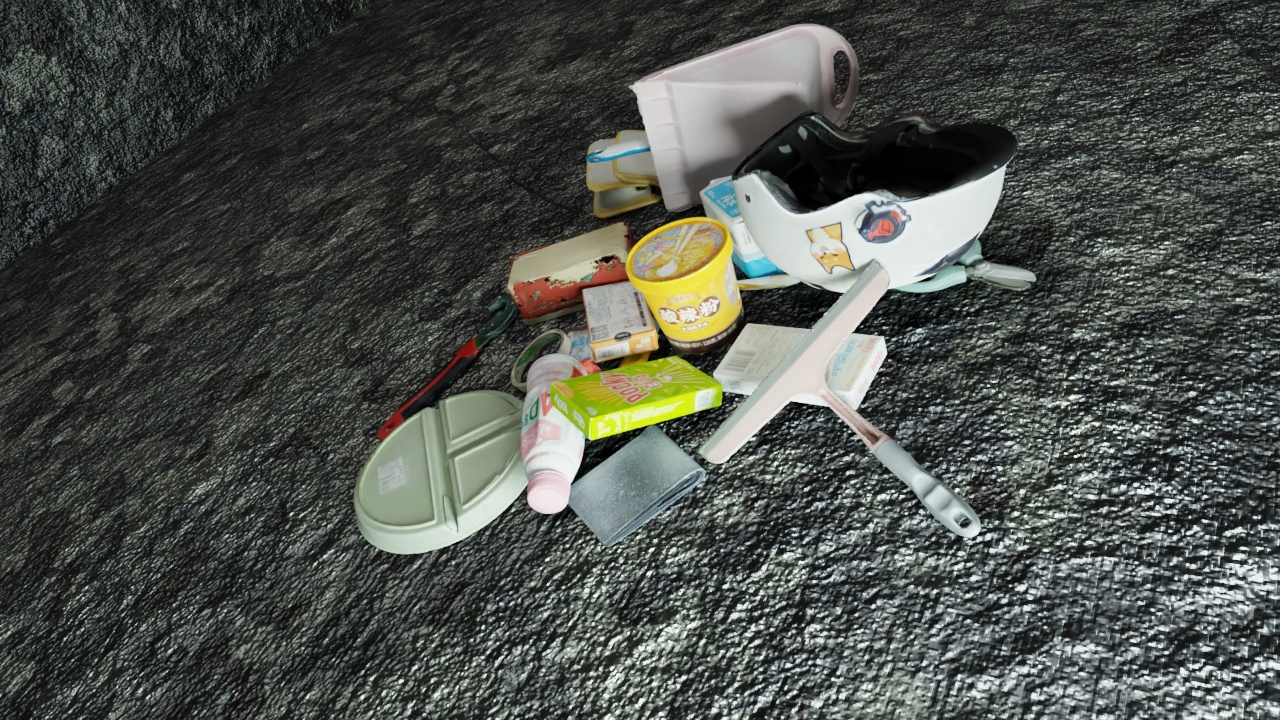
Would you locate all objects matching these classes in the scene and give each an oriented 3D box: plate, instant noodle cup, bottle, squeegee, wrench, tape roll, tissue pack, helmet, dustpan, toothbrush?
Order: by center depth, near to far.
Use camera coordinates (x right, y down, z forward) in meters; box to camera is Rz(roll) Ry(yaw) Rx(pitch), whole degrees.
[{"bbox_3d":[0.206,0.071,0.801,0.248,0.040,0.249,-47,46,6],"label":"squeegee"},{"bbox_3d":[0.233,-0.152,0.943,0.274,0.157,0.229,6,35,22],"label":"helmet"},{"bbox_3d":[-0.090,0.074,0.947,0.068,0.068,0.196,-16,36,11],"label":"bottle"},{"bbox_3d":[-0.214,0.113,1.008,0.230,0.027,0.229,-16,36,12],"label":"plate"},{"bbox_3d":[0.056,-0.079,1.017,0.118,0.114,0.118,-15,37,12],"label":"instant noodle cup"},{"bbox_3d":[-0.117,0.000,1.082,0.086,0.014,0.085,-32,33,23],"label":"tape roll"},{"bbox_3d":[0.096,-0.083,1.086,0.192,0.016,0.018,-4,51,26],"label":"toothbrush"},{"bbox_3d":[0.129,-0.160,1.099,0.063,0.090,0.140,-28,35,-4],"label":"tissue pack"},{"bbox_3d":[-0.238,0.005,1.166,0.056,0.016,0.272,5,45,38],"label":"wrench"},{"bbox_3d":[0.145,-0.323,1.198,0.274,0.223,0.138,1,54,13],"label":"dustpan"}]

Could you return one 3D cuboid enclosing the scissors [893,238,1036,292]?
[{"bbox_3d":[0.347,-0.113,0.977,0.186,0.019,0.131,5,45,32],"label":"scissors"}]

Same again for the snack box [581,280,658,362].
[{"bbox_3d":[-0.026,-0.050,1.077,0.075,0.026,0.153,-12,29,-1],"label":"snack box"}]

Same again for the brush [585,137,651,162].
[{"bbox_3d":[0.087,-0.299,1.282,0.314,0.109,0.060,-22,39,4],"label":"brush"}]

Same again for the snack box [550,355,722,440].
[{"bbox_3d":[-0.004,0.035,0.931,0.156,0.026,0.086,-12,28,-29],"label":"snack box"}]

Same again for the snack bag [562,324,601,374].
[{"bbox_3d":[-0.069,-0.009,1.077,0.048,0.026,0.104,-12,35,2],"label":"snack bag"}]

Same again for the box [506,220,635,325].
[{"bbox_3d":[-0.087,-0.118,1.179,0.168,0.080,0.091,-16,36,12],"label":"box"}]

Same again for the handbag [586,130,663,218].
[{"bbox_3d":[0.008,-0.293,1.367,0.179,0.063,0.163,-13,39,10],"label":"handbag"}]

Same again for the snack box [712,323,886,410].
[{"bbox_3d":[0.160,0.003,0.929,0.157,0.027,0.084,8,47,37],"label":"snack box"}]

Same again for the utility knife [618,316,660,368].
[{"bbox_3d":[-0.006,0.006,1.031,0.033,0.015,0.194,3,41,26],"label":"utility knife"}]

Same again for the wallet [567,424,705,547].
[{"bbox_3d":[-0.009,0.120,0.890,0.120,0.019,0.097,-35,35,-12],"label":"wallet"}]
